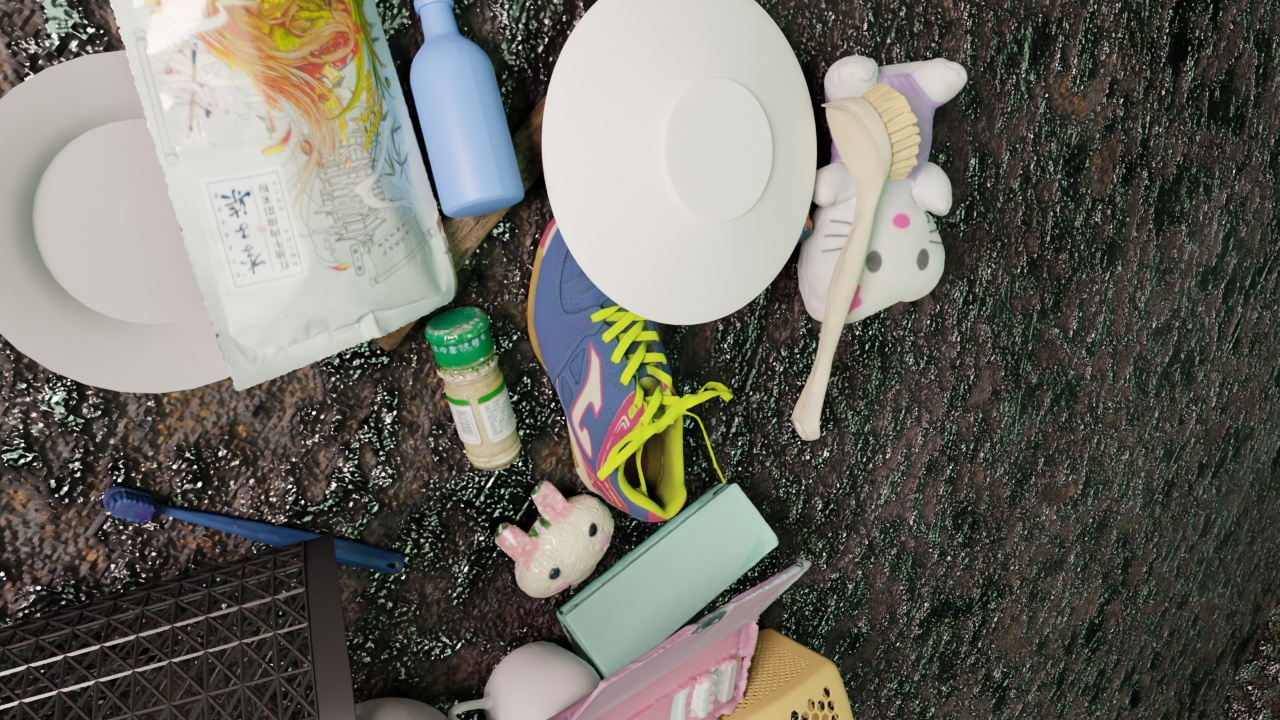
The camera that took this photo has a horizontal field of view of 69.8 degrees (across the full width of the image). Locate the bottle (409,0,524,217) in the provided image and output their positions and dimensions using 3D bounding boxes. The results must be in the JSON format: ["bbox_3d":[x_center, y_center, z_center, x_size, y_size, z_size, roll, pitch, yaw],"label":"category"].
[{"bbox_3d":[-0.104,-0.151,0.522,0.048,0.048,0.131,-15,93,-33],"label":"bottle"}]

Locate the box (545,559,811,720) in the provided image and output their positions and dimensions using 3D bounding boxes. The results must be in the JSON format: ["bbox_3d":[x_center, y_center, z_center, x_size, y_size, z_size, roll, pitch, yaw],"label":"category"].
[{"bbox_3d":[0.018,0.235,0.681,0.232,0.055,0.180,-13,131,-46],"label":"box"}]

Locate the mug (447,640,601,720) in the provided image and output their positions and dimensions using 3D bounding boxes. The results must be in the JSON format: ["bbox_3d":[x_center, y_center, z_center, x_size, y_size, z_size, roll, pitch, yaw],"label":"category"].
[{"bbox_3d":[-0.083,0.266,0.692,0.123,0.076,0.090,4,104,-39],"label":"mug"}]

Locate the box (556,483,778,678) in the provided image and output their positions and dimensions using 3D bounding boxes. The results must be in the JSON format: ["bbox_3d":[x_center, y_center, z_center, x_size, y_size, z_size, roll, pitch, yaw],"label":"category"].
[{"bbox_3d":[0.017,0.183,0.773,0.188,0.079,0.077,-36,85,-22],"label":"box"}]

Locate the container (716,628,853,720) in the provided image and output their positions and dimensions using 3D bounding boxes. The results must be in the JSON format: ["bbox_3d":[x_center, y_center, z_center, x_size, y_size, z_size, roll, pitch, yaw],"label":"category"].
[{"bbox_3d":[0.102,0.363,0.842,0.183,0.129,0.167,-18,108,-32],"label":"container"}]

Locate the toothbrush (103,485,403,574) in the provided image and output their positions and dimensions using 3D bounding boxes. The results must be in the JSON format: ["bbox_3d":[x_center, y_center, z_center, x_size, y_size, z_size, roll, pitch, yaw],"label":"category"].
[{"bbox_3d":[-0.226,0.108,0.559,0.190,0.017,0.016,27,90,-41],"label":"toothbrush"}]

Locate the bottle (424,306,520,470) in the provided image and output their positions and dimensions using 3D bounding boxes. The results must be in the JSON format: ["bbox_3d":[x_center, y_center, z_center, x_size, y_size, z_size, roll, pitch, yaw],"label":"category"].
[{"bbox_3d":[-0.107,0.021,0.602,0.042,0.043,0.110,-28,123,-27],"label":"bottle"}]

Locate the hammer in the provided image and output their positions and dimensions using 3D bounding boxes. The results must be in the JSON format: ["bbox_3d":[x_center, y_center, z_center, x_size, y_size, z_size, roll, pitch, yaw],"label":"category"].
[{"bbox_3d":[-0.059,-0.136,0.588,0.330,0.033,0.120,-52,131,-10],"label":"hammer"}]

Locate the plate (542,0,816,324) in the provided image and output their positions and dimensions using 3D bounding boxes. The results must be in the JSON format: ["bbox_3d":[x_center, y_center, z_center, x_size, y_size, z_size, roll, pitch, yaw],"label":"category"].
[{"bbox_3d":[0.043,-0.136,0.599,0.229,0.030,0.229,-6,101,-34],"label":"plate"}]

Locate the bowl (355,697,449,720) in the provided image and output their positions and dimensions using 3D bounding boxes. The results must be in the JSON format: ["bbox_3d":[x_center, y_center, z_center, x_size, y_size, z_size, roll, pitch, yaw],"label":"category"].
[{"bbox_3d":[-0.187,0.290,0.627,0.131,0.064,0.132,-14,115,-34],"label":"bowl"}]

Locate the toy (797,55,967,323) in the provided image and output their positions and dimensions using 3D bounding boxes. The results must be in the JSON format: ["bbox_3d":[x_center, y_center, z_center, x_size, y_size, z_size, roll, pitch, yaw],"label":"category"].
[{"bbox_3d":[0.186,-0.136,0.743,0.137,0.085,0.209,-6,109,-22],"label":"toy"}]

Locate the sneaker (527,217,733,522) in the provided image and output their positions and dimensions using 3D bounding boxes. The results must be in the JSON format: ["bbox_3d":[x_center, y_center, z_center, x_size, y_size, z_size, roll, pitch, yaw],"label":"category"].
[{"bbox_3d":[-0.005,0.004,0.644,0.116,0.091,0.242,-24,120,-26],"label":"sneaker"}]

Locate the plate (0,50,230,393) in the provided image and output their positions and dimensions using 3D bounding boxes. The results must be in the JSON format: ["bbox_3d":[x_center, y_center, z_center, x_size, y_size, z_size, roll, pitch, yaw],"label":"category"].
[{"bbox_3d":[-0.249,-0.069,0.472,0.172,0.019,0.173,-14,115,-33],"label":"plate"}]

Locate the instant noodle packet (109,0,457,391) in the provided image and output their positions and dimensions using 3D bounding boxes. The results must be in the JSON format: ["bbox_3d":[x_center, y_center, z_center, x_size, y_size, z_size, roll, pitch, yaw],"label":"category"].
[{"bbox_3d":[-0.175,-0.134,0.460,0.146,0.057,0.269,-28,116,-41],"label":"instant noodle packet"}]

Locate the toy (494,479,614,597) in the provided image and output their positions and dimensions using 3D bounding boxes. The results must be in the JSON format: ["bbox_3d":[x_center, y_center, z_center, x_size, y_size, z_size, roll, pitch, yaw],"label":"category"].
[{"bbox_3d":[-0.057,0.140,0.687,0.087,0.050,0.112,-45,123,-16],"label":"toy"}]

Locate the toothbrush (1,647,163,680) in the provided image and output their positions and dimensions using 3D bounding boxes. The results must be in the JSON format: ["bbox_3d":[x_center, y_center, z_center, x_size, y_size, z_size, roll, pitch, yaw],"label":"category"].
[{"bbox_3d":[-0.350,0.158,0.484,0.187,0.014,0.017,19,102,-41],"label":"toothbrush"}]

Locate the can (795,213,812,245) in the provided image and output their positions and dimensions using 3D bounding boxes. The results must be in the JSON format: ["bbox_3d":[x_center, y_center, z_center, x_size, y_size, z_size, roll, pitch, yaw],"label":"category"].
[{"bbox_3d":[0.089,-0.124,0.693,0.058,0.054,0.100,-33,125,-26],"label":"can"}]

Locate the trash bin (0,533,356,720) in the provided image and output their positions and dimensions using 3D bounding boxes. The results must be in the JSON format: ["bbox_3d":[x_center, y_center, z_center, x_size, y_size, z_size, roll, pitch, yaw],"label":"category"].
[{"bbox_3d":[-0.260,0.213,0.438,0.243,0.217,0.217,-7,112,-19],"label":"trash bin"}]

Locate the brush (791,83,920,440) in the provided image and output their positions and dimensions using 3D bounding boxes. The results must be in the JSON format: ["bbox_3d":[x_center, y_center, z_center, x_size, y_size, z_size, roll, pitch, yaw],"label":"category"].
[{"bbox_3d":[0.151,-0.067,0.685,0.077,0.062,0.272,5,108,-9],"label":"brush"}]
